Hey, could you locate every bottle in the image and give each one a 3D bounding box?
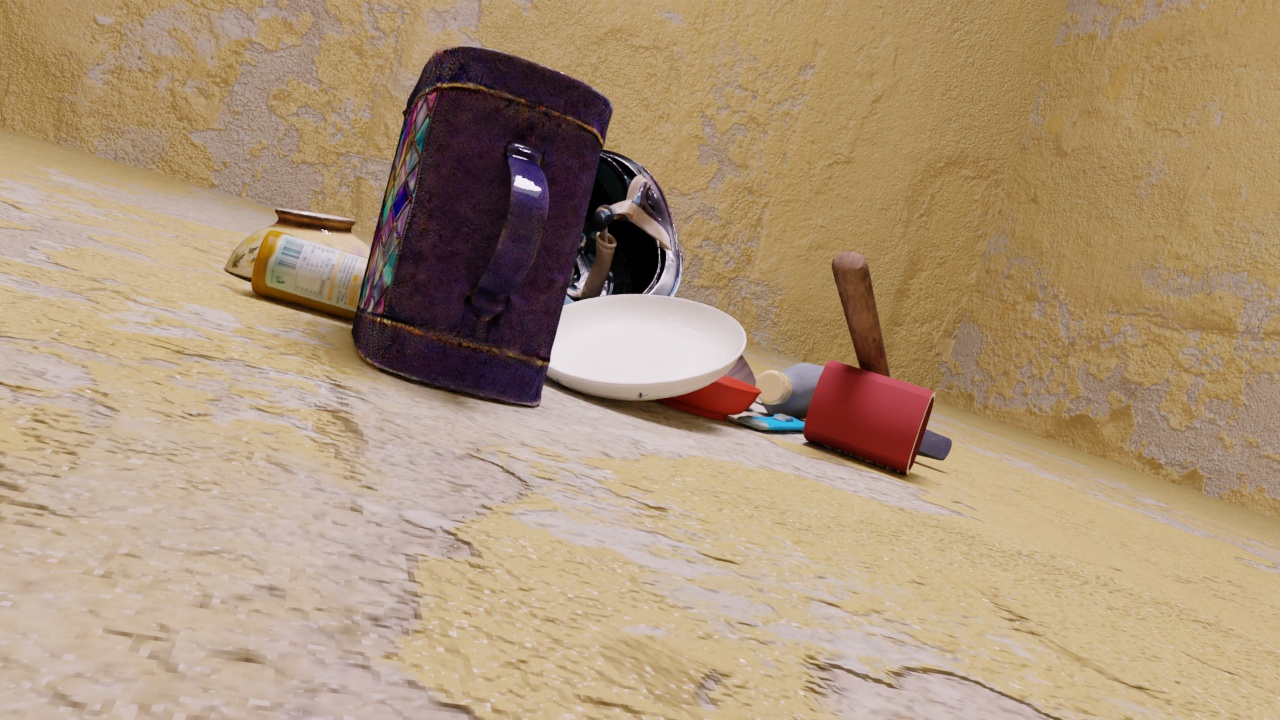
[{"bbox_3d":[0.170,0.033,0.996,0.161,0.072,0.046,9,53,-60],"label":"bottle"},{"bbox_3d":[-0.211,-0.053,0.741,0.186,0.053,0.053,16,5,-13],"label":"bottle"}]

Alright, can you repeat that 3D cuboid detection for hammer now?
[{"bbox_3d":[0.224,0.003,0.878,0.129,0.040,0.322,18,-24,31],"label":"hammer"}]

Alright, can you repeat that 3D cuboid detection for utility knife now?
[{"bbox_3d":[0.142,0.061,0.905,0.031,0.015,0.197,23,5,26],"label":"utility knife"}]

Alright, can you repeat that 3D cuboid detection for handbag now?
[{"bbox_3d":[-0.109,-0.085,0.623,0.125,0.205,0.222,14,-2,-24],"label":"handbag"}]

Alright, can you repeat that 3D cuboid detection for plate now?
[{"bbox_3d":[-0.004,-0.007,0.769,0.182,0.034,0.182,0,25,0],"label":"plate"}]

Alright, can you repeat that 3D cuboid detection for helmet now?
[{"bbox_3d":[-0.070,-0.110,1.035,0.225,0.167,0.265,-2,53,-18],"label":"helmet"}]

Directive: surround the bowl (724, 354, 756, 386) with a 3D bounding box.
[{"bbox_3d":[0.075,0.006,0.994,0.119,0.032,0.119,36,28,-23],"label":"bowl"}]

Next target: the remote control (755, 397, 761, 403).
[{"bbox_3d":[0.135,0.040,1.135,0.043,0.013,0.137,12,6,-45],"label":"remote control"}]

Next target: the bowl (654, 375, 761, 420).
[{"bbox_3d":[0.047,0.026,0.840,0.122,0.035,0.122,17,5,-2],"label":"bowl"}]

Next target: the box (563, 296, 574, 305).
[{"bbox_3d":[-0.158,-0.059,0.879,0.210,0.039,0.126,5,-6,41],"label":"box"}]

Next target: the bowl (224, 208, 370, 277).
[{"bbox_3d":[-0.305,-0.105,0.853,0.145,0.063,0.145,10,9,-2],"label":"bowl"}]

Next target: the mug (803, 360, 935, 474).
[{"bbox_3d":[0.216,0.054,0.857,0.097,0.080,0.116,19,-2,21],"label":"mug"}]
